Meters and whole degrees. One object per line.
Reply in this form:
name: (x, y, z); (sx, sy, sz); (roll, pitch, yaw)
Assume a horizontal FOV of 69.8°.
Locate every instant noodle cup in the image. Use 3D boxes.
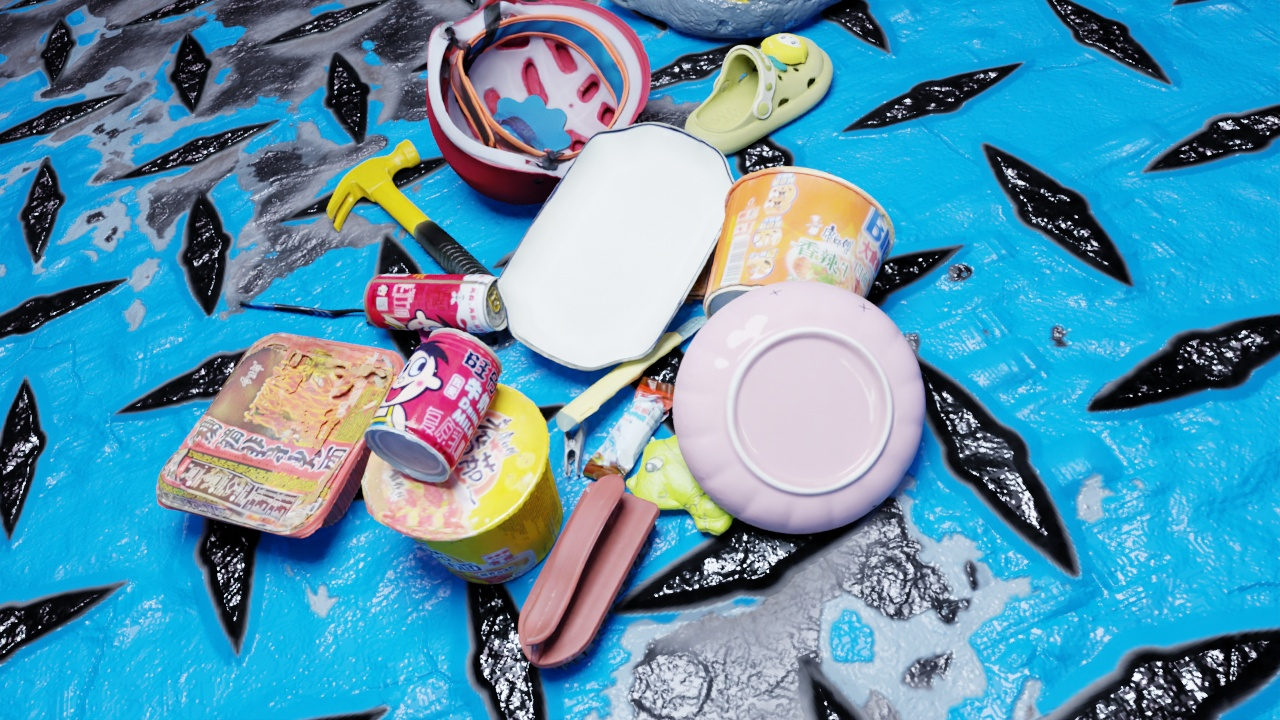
instant noodle cup: (-0.126, 0.101, 0.710); (0.138, 0.110, 0.137); (-6, 52, 7)
instant noodle cup: (-0.298, 0.068, 0.793); (0.165, 0.079, 0.188); (10, 57, 19)
instant noodle cup: (0.126, -0.072, 0.773); (0.151, 0.151, 0.111); (12, 64, 21)

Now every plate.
plate: (0.121, 0.036, 0.678); (0.192, 0.039, 0.192); (0, 91, -2)
plate: (-0.018, -0.105, 0.848); (0.162, 0.034, 0.265); (24, 70, 12)

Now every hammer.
hammer: (-0.226, -0.135, 0.964); (0.128, 0.033, 0.301); (-38, 54, -16)

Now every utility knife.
utility knife: (-0.005, 0.005, 0.802); (0.031, 0.020, 0.189); (23, 53, 42)

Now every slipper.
slipper: (0.127, -0.295, 0.982); (0.190, 0.082, 0.091); (-39, 57, -14)

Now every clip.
clip: (-0.057, 0.072, 0.774); (0.043, 0.027, 0.058); (-2, 56, 2)

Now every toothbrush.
toothbrush: (-0.333, -0.049, 0.934); (0.190, 0.014, 0.016); (6, 78, 17)

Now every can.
can: (-0.189, -0.054, 0.858); (0.133, 0.053, 0.053); (3, 53, 22)
can: (-0.145, 0.031, 0.655); (0.066, 0.067, 0.093); (11, 55, 20)

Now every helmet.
helmet: (-0.113, -0.261, 0.962); (0.239, 0.144, 0.207); (-34, 83, -28)

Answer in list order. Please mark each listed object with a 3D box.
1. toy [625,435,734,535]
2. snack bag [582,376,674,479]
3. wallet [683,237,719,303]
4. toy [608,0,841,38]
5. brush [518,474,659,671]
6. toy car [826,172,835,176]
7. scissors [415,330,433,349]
toy: (0.044, 0.095, 0.728); (0.096, 0.031, 0.100); (-31, 57, -12)
snack bag: (-0.007, 0.059, 0.770); (0.048, 0.026, 0.104); (13, 54, 40)
wallet: (0.029, -0.112, 0.894); (0.119, 0.035, 0.130); (2, 56, 18)
toy: (0.116, -0.437, 1.089); (0.357, 0.091, 0.137); (1, 41, 10)
brush: (-0.044, 0.156, 0.675); (0.063, 0.069, 0.145); (15, 57, 24)
toy car: (0.150, -0.147, 0.891); (0.106, 0.031, 0.049); (-22, 51, -6)
scissors: (-0.209, 0.014, 0.855); (0.130, 0.017, 0.133); (-13, 50, 2)
